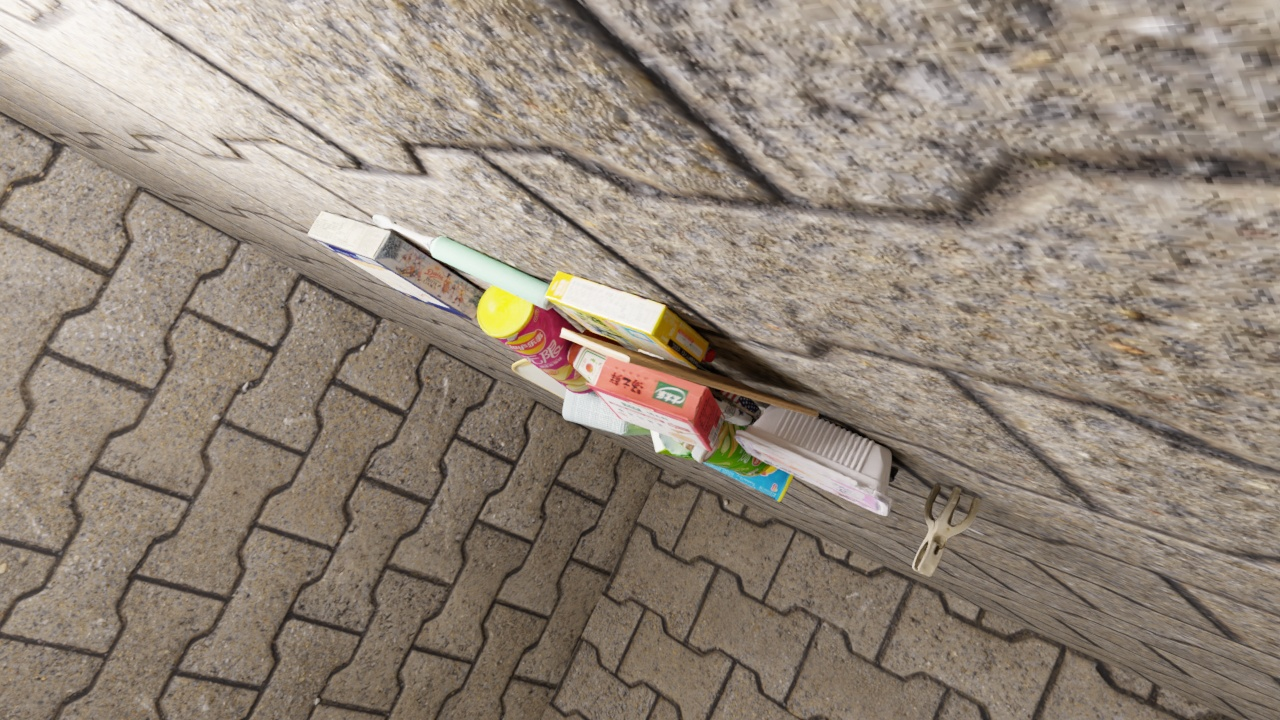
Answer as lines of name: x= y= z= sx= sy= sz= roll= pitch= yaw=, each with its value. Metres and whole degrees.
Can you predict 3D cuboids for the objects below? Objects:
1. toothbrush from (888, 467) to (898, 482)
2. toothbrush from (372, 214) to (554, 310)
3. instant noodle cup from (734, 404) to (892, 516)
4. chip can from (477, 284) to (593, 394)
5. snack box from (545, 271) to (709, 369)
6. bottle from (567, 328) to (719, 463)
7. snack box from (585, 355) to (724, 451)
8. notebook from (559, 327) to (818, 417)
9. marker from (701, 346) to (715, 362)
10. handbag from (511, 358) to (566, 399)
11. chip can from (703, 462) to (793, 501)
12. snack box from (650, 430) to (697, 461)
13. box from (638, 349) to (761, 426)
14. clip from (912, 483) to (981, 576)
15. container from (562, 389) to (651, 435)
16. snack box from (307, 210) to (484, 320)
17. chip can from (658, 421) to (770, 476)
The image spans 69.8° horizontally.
toothbrush: x=0.287 y=0.138 z=1.130 sx=0.014 sy=0.016 sz=0.189 roll=37 pitch=176 yaw=4
toothbrush: x=-0.190 y=-0.109 z=0.980 sx=0.224 sy=0.026 sz=0.027 roll=25 pitch=-166 yaw=9
instant noodle cup: x=0.197 y=0.102 z=0.994 sx=0.173 sy=0.060 sz=0.138 roll=22 pitch=171 yaw=19
chip can: x=-0.111 y=-0.024 z=1.103 sx=0.071 sy=0.071 sz=0.210 roll=22 pitch=170 yaw=29
snack box: x=-0.013 y=-0.038 z=0.861 sx=0.140 sy=0.033 sz=0.087 roll=18 pitch=169 yaw=37
bottle: x=0.004 y=0.041 z=1.048 sx=0.206 sy=0.060 sz=0.060 roll=40 pitch=178 yaw=21
snack box: x=0.018 y=0.040 z=0.929 sx=0.113 sy=0.044 sz=0.127 roll=19 pitch=166 yaw=20
notebook: x=0.045 y=0.013 z=0.870 sx=0.211 sy=0.012 sz=0.149 roll=16 pitch=-178 yaw=-29
marker: x=0.012 y=-0.025 z=0.916 sx=0.145 sy=0.017 sz=0.017 roll=21 pitch=171 yaw=35
handbag: x=-0.083 y=0.011 z=1.362 sx=0.163 sy=0.063 sz=0.179 roll=30 pitch=157 yaw=-27
chip can: x=0.132 y=0.136 z=1.393 sx=0.210 sy=0.071 sz=0.071 roll=26 pitch=172 yaw=8
snack box: x=0.055 y=0.085 z=1.194 sx=0.026 sy=0.085 sz=0.156 roll=-22 pitch=159 yaw=22
box: x=0.061 y=0.034 z=1.005 sx=0.164 sy=0.060 sz=0.071 roll=28 pitch=-167 yaw=-25
clip: x=0.324 y=0.177 z=0.997 sx=0.035 sy=0.102 sz=0.094 roll=26 pitch=-163 yaw=-6
container: x=-0.031 y=0.050 z=1.227 sx=0.112 sy=0.090 sz=0.089 roll=16 pitch=-171 yaw=42
snack box: x=-0.327 y=-0.127 z=1.236 sx=0.178 sy=0.045 sz=0.182 roll=19 pitch=170 yaw=41
chip can: x=0.099 y=0.099 z=1.149 sx=0.073 sy=0.072 sz=0.221 roll=22 pitch=179 yaw=31
